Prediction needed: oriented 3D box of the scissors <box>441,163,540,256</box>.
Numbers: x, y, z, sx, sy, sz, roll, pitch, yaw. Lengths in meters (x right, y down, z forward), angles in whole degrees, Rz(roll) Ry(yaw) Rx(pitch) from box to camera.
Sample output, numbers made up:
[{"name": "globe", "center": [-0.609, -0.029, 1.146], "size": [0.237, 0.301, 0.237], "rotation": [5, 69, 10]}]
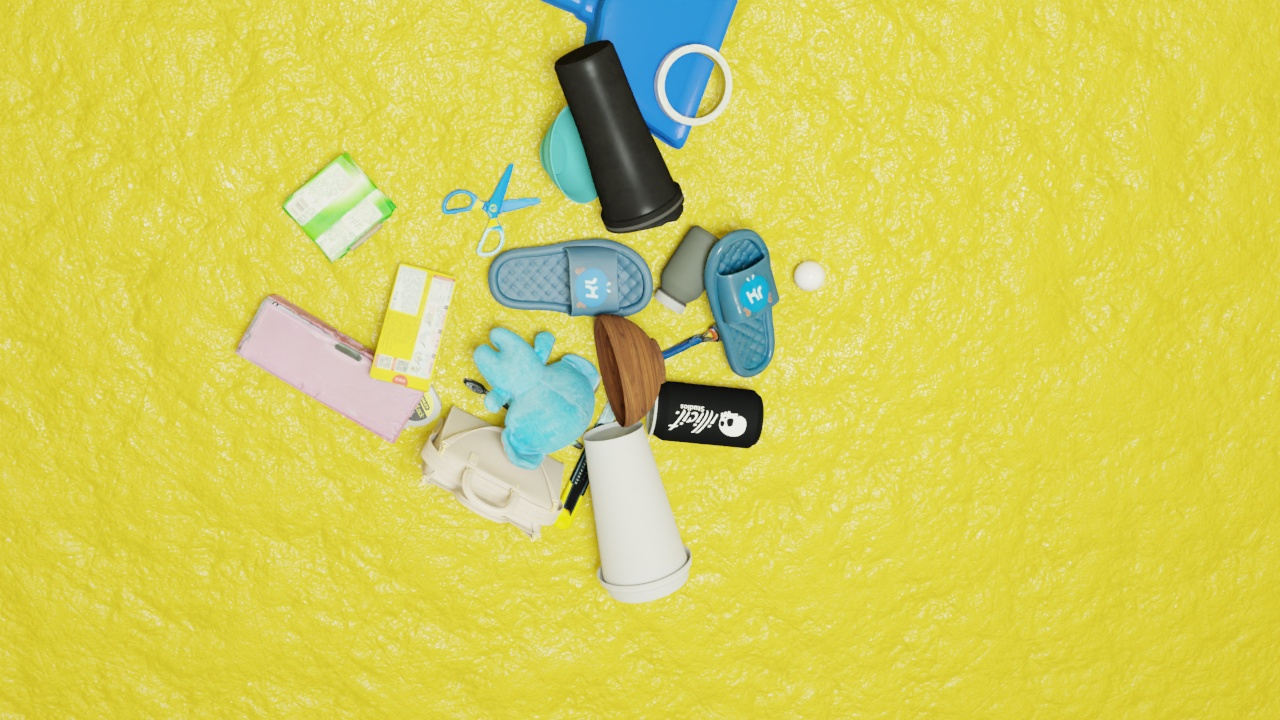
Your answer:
[{"name": "scissors", "center": [-0.188, -0.187, 1.170], "size": [0.125, 0.016, 0.125], "rotation": [-10, 109, -2]}]

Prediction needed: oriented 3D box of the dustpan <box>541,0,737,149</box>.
[{"name": "dustpan", "center": [-0.029, -0.417, 1.102], "size": [0.257, 0.059, 0.246], "rotation": [16, 103, -20]}]

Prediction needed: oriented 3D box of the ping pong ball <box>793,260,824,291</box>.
[{"name": "ping pong ball", "center": [0.224, -0.112, 1.215], "size": [0.040, 0.040, 0.040], "rotation": [-1, 105, -5]}]

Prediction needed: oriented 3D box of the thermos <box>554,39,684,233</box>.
[{"name": "thermos", "center": [-0.028, -0.262, 1.094], "size": [0.106, 0.105, 0.219], "rotation": [-23, 120, 1]}]

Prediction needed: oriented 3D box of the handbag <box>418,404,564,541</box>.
[{"name": "handbag", "center": [-0.187, 0.155, 1.163], "size": [0.194, 0.197, 0.101], "rotation": [30, 99, -12]}]

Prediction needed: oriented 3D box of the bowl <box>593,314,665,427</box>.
[{"name": "bowl", "center": [-0.007, 0.007, 1.173], "size": [0.068, 0.147, 0.147], "rotation": [-13, 106, -11]}]

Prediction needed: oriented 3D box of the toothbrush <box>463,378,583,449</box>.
[{"name": "toothbrush", "center": [-0.157, 0.074, 1.240], "size": [0.188, 0.017, 0.014], "rotation": [31, 98, -14]}]

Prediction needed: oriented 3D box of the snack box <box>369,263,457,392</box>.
[{"name": "snack box", "center": [-0.286, -0.041, 1.163], "size": [0.075, 0.025, 0.152], "rotation": [14, 80, -11]}]

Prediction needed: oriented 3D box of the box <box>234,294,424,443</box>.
[{"name": "box", "center": [-0.395, 0.012, 1.177], "size": [0.233, 0.041, 0.098], "rotation": [33, 96, -7]}]

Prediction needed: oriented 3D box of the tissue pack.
[{"name": "tissue pack", "center": [-0.374, -0.188, 1.141], "size": [0.114, 0.034, 0.099], "rotation": [-38, 102, 5]}]

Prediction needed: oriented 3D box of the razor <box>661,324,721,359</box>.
[{"name": "razor", "center": [0.062, -0.020, 1.235], "size": [0.141, 0.018, 0.044], "rotation": [-22, 128, 3]}]

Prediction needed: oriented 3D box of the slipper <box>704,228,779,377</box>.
[{"name": "slipper", "center": [0.143, -0.072, 1.185], "size": [0.103, 0.059, 0.214], "rotation": [-32, 126, -27]}]

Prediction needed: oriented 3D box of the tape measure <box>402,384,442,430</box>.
[{"name": "tape measure", "center": [-0.301, 0.058, 1.221], "size": [0.065, 0.016, 0.064], "rotation": [-22, 106, 1]}]

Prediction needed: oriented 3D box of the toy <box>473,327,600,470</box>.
[{"name": "toy", "center": [-0.145, 0.041, 1.186], "size": [0.180, 0.115, 0.183], "rotation": [44, 61, -14]}]

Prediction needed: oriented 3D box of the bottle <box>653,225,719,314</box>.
[{"name": "bottle", "center": [0.064, -0.117, 1.188], "size": [0.060, 0.060, 0.108], "rotation": [31, 100, -12]}]

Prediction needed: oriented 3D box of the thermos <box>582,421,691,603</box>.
[{"name": "thermos", "center": [-0.012, 0.198, 1.231], "size": [0.131, 0.131, 0.222], "rotation": [-13, 102, -2]}]

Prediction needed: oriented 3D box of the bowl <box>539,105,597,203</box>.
[{"name": "bowl", "center": [-0.090, -0.255, 1.131], "size": [0.046, 0.120, 0.121], "rotation": [7, 108, 34]}]

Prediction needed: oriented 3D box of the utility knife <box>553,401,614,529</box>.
[{"name": "utility knife", "center": [-0.075, 0.144, 1.266], "size": [0.028, 0.020, 0.198], "rotation": [21, 100, -15]}]

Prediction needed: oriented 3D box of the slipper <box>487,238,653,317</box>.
[{"name": "slipper", "center": [-0.089, -0.105, 1.178], "size": [0.213, 0.059, 0.104], "rotation": [2, 102, -5]}]

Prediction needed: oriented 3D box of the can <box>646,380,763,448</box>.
[{"name": "can", "center": [0.086, 0.072, 1.229], "size": [0.146, 0.080, 0.080], "rotation": [6, 104, -7]}]

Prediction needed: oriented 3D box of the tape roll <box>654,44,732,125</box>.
[{"name": "tape roll", "center": [0.064, -0.333, 1.111], "size": [0.094, 0.019, 0.094], "rotation": [-4, 108, -13]}]
